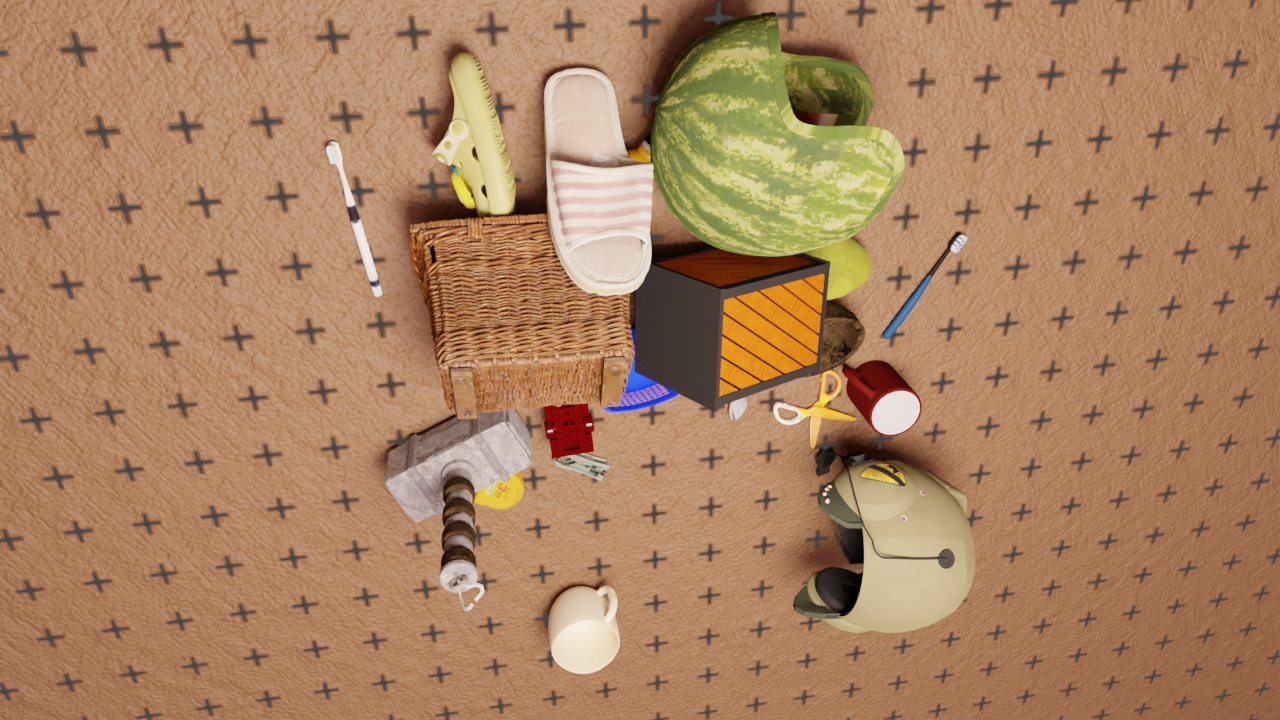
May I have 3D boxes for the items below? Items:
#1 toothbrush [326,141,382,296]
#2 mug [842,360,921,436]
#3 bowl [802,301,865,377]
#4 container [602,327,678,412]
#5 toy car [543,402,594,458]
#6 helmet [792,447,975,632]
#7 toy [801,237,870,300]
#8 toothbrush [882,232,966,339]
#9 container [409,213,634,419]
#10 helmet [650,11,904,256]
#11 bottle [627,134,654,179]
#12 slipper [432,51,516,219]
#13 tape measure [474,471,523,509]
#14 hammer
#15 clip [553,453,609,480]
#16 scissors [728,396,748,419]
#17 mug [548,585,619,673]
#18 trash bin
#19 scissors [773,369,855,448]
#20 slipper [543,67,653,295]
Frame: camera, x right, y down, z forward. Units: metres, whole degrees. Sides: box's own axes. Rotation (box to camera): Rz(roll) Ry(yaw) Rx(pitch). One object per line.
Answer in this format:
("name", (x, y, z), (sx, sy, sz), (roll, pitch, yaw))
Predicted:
("toothbrush", (-0.326, -0.157, 1.047), (0.012, 0.017, 0.187), (-2, 119, 13))
("mug", (0.315, 0.043, 1.232), (0.105, 0.082, 0.073), (31, 107, -23))
("bowl", (0.221, -0.036, 1.182), (0.121, 0.056, 0.121), (-12, 145, -9))
("container", (-0.007, 0.007, 1.159), (0.114, 0.058, 0.096), (-14, 119, -17))
("toy car", (-0.097, 0.036, 1.163), (0.070, 0.061, 0.170), (-9, 118, -6))
("helmet", (0.322, 0.238, 1.224), (0.233, 0.255, 0.251), (2, 118, -8))
("toy", (0.238, -0.131, 1.147), (0.090, 0.051, 0.110), (-29, 116, 2))
("toothbrush", (0.373, -0.096, 1.211), (0.014, 0.014, 0.168), (7, 121, -52))
("container", (-0.122, -0.044, 1.018), (0.250, 0.183, 0.162), (-4, 153, -8))
("helmet", (0.129, -0.230, 0.982), (0.247, 0.212, 0.244), (23, 128, -18))
("bottle", (-0.024, -0.197, 1.068), (0.043, 0.043, 0.144), (33, 107, -24))
("slipper", (-0.187, -0.232, 0.995), (0.081, 0.091, 0.191), (-12, 115, -2))
("tape measure", (-0.186, 0.168, 1.232), (0.059, 0.030, 0.068), (22, 113, -20))
("hammer", (-0.211, 0.175, 1.063), (0.177, 0.326, 0.079), (-27, 118, 3))
("clip", (-0.080, 0.138, 1.242), (0.076, 0.023, 0.044), (22, 109, -22))
("scissors", (0.151, 0.011, 1.222), (0.146, 0.019, 0.133), (-30, 118, 4))
("mug", (-0.076, 0.371, 1.318), (0.096, 0.099, 0.120), (37, 103, -23))
("trash bin", (0.104, -0.049, 1.069), (0.171, 0.140, 0.140), (-17, 118, -36))
("scissors", (0.241, 0.069, 1.273), (0.131, 0.011, 0.125), (-2, 116, -8))
("slipper", (-0.045, -0.198, 0.971), (0.115, 0.052, 0.262), (-8, 75, -11))
